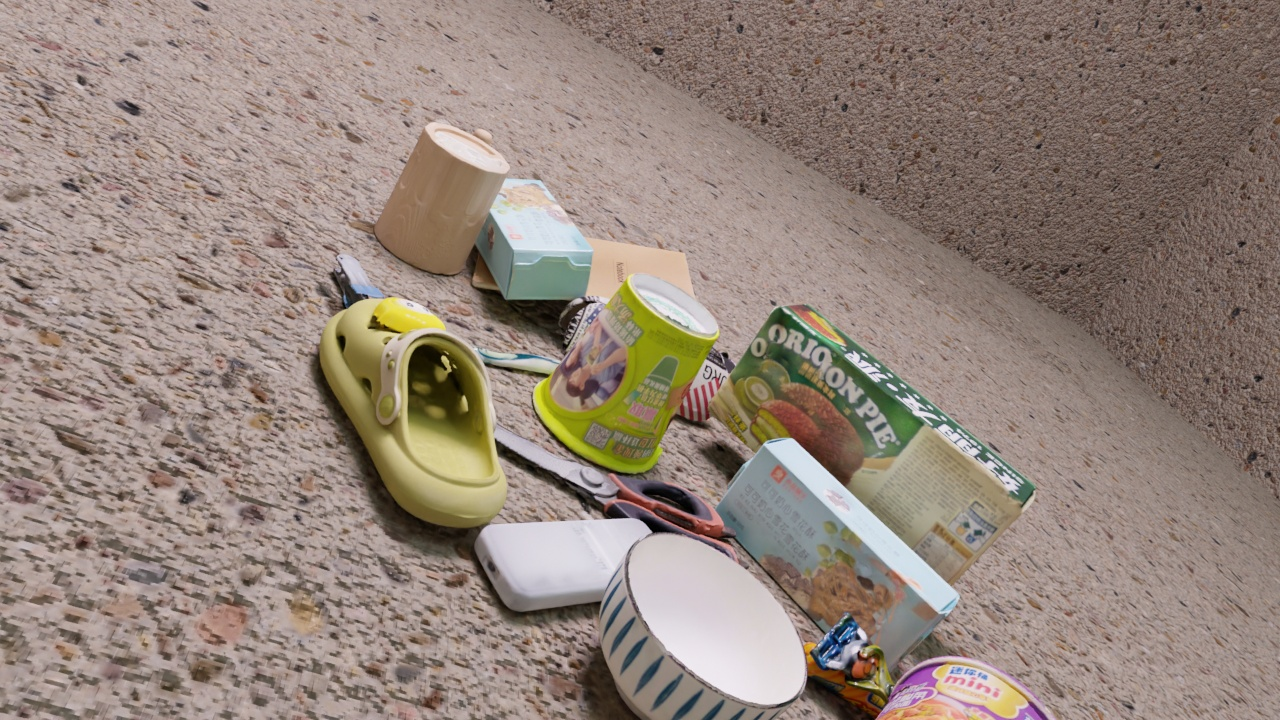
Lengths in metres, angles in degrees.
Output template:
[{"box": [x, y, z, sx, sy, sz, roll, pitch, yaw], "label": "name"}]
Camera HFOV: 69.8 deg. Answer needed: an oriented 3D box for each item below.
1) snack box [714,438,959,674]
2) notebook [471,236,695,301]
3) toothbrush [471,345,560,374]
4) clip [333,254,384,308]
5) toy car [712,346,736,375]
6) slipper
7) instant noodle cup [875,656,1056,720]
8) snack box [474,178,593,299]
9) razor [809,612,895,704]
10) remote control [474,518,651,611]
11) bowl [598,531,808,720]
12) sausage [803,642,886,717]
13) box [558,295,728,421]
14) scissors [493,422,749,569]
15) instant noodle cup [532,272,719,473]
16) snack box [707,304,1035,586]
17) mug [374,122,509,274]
[{"box": [0.139, 0.141, 0.675, 0.175, 0.074, 0.051, 44, 26, 25], "label": "snack box"}, {"box": [-0.051, -0.089, 0.884, 0.207, 0.008, 0.147, 8, 29, -8], "label": "notebook"}, {"box": [-0.121, -0.007, 0.702, 0.191, 0.018, 0.016, 10, 32, -43], "label": "toothbrush"}, {"box": [-0.214, -0.058, 0.684, 0.026, 0.038, 0.058, 6, 36, -45], "label": "clip"}, {"box": [0.059, -0.001, 0.912, 0.122, 0.037, 0.056, 33, 22, -36], "label": "toy car"}, {"box": [-0.128, 0.017, 0.563, 0.091, 0.082, 0.190, 14, 30, -44], "label": "slipper"}, {"box": [0.164, 0.230, 0.496, 0.099, 0.112, 0.111, -8, 46, -48], "label": "instant noodle cup"}, {"box": [-0.107, -0.115, 0.843, 0.074, 0.052, 0.174, -1, 31, -25], "label": "snack box"}, {"box": [0.168, 0.226, 0.576, 0.042, 0.022, 0.142, -33, 80, -32], "label": "razor"}, {"box": [-0.035, 0.121, 0.553, 0.135, 0.020, 0.056, 7, 33, -46], "label": "remote control"}, {"box": [0.025, 0.158, 0.499, 0.116, 0.066, 0.116, 29, 24, -14], "label": "bowl"}, {"box": [0.168, 0.230, 0.602, 0.165, 0.021, 0.021, 32, 23, -4], "label": "sausage"}, {"box": [0.005, 0.002, 0.808, 0.163, 0.076, 0.087, 27, 43, -22], "label": "box"}, {"box": [-0.022, 0.086, 0.652, 0.208, 0.015, 0.185, 45, 26, 25], "label": "scissors"}, {"box": [-0.004, 0.004, 0.697, 0.111, 0.124, 0.111, 28, 23, -13], "label": "instant noodle cup"}, {"box": [0.177, 0.069, 0.732, 0.240, 0.115, 0.063, 42, 26, 22], "label": "snack box"}, {"box": [-0.169, -0.148, 0.812, 0.084, 0.104, 0.124, 29, 23, -9], "label": "mug"}]
